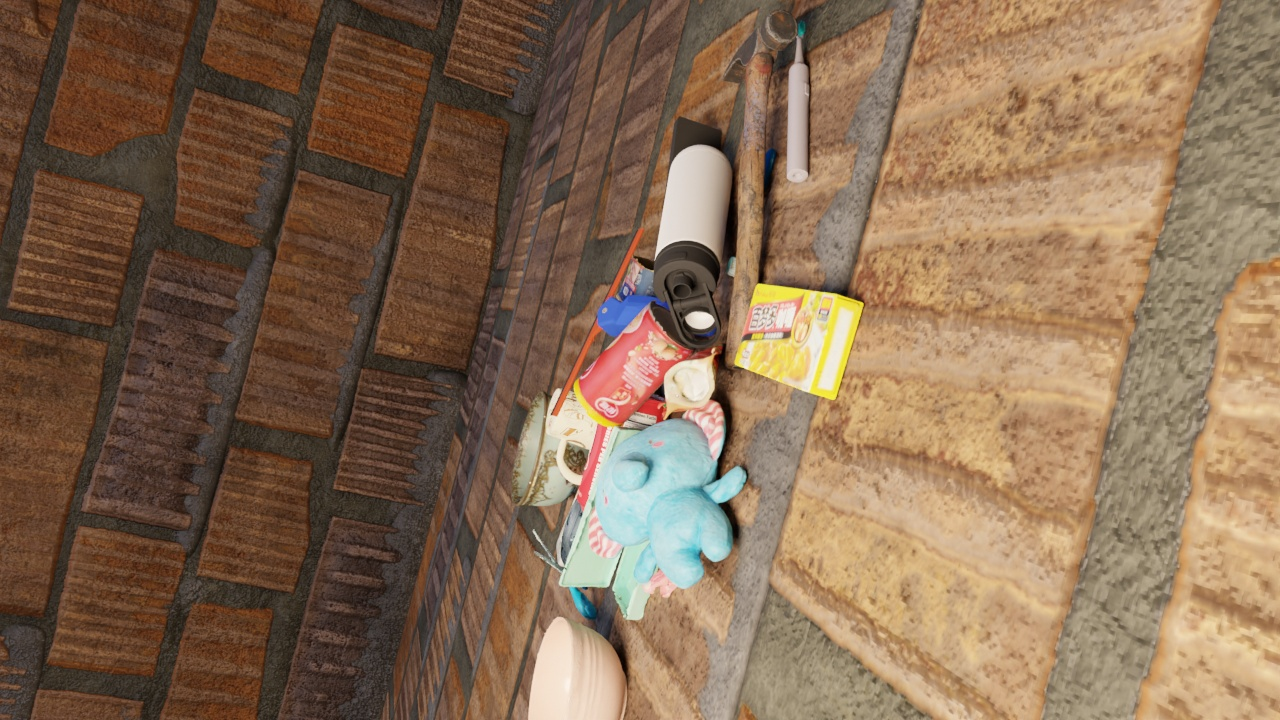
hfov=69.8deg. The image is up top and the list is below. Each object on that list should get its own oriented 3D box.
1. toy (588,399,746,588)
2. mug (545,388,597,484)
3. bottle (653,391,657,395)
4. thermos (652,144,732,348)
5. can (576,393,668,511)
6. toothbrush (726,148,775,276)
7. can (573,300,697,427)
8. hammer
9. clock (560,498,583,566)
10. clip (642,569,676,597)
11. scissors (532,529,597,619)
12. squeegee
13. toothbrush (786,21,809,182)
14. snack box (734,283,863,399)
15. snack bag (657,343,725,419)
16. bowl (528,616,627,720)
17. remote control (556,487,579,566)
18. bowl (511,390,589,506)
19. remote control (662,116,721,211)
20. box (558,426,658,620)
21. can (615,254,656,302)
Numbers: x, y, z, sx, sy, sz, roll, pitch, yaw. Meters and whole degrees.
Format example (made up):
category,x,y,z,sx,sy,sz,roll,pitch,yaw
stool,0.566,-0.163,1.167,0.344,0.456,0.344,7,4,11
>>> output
category,x,y,z,sx,sy,sz,roll,pitch,yaw
toy,0.018,0.122,0.812,0.183,0.115,0.180,-45,28,9
mug,-0.067,0.094,1.138,0.081,0.097,0.122,161,122,-71
bottle,-0.003,0.020,1.093,0.109,0.042,0.043,-98,27,-55
thermos,0.059,-0.124,0.937,0.229,0.069,0.101,-79,-29,-48
can,-0.019,0.104,1.011,0.074,0.074,0.142,-146,71,-73
toothbrush,0.109,-0.145,0.903,0.021,0.016,0.132,24,100,62
can,-0.005,0.005,0.925,0.125,0.066,0.066,-46,28,23
hammer,0.101,-0.153,0.869,0.120,0.033,0.330,151,126,-71
clock,-0.053,0.209,1.073,0.089,0.051,0.124,-69,19,9
clip,0.030,0.209,0.869,0.060,0.043,0.023,-31,43,29
scissors,-0.091,0.252,1.101,0.014,0.130,0.117,-39,-1,6
squeegee,0.005,-0.045,0.995,0.185,0.055,0.249,8,68,43
toothbrush,0.148,-0.247,0.858,0.019,0.018,0.187,129,151,-59
snack box,0.123,-0.019,0.737,0.152,0.025,0.075,-153,78,-73
snack bag,0.047,0.015,0.868,0.087,0.044,0.155,-48,0,6
bowl,-0.060,0.345,0.942,0.153,0.076,0.153,-168,91,-74
remote control,-0.082,0.212,1.219,0.050,0.022,0.134,-106,34,-59
bowl,-0.111,0.129,1.257,0.160,0.094,0.160,-166,91,-74
remote control,0.060,-0.216,1.053,0.013,0.058,0.133,136,146,-61
box,-0.022,0.162,0.944,0.077,0.091,0.188,-123,50,-70
can,0.010,-0.089,1.120,0.100,0.054,0.059,-126,53,-69
